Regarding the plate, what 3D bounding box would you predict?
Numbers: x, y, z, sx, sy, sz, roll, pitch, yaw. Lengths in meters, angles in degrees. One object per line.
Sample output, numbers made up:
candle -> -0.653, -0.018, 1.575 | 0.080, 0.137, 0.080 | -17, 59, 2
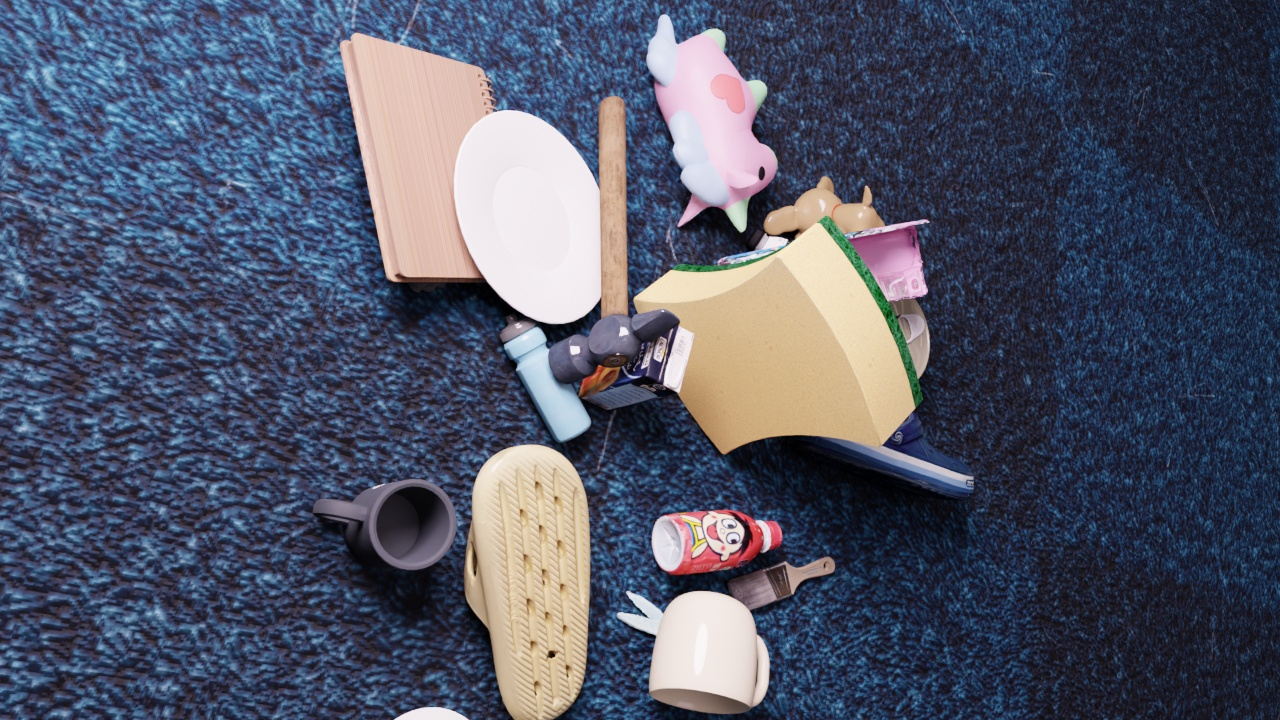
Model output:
plate -> -0.101, -0.136, 0.882 | 0.208, 0.015, 0.208 | 19, 65, -48

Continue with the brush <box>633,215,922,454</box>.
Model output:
brush -> 0.125, -0.013, 0.886 | 0.075, 0.251, 0.195 | -39, 106, -32

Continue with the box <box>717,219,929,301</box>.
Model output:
box -> 0.198, -0.088, 0.975 | 0.230, 0.105, 0.086 | -12, 94, -3

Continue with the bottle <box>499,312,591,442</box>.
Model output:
bottle -> -0.093, 0.014, 0.869 | 0.040, 0.040, 0.130 | -33, 98, -33

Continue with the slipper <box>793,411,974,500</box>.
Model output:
slipper -> 0.292, 0.098, 1.056 | 0.252, 0.105, 0.095 | 18, 78, -26

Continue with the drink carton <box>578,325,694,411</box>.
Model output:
drink carton -> -0.005, 0.005, 0.872 | 0.040, 0.130, 0.064 | 25, 67, -26

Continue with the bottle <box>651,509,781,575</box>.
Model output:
bottle -> 0.083, 0.183, 0.935 | 0.137, 0.062, 0.062 | 1, 80, -32

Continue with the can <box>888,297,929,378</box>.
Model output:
can -> 0.271, -0.025, 1.088 | 0.127, 0.073, 0.127 | 7, 77, -31

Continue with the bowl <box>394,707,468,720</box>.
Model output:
bowl -> -0.167, 0.344, 0.743 | 0.113, 0.063, 0.113 | 7, 76, -31

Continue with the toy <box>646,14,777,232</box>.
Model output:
toy -> 0.069, -0.260, 0.992 | 0.222, 0.120, 0.170 | 49, 50, -16

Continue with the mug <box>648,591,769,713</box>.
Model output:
mug -> 0.072, 0.276, 0.873 | 0.120, 0.096, 0.099 | 22, 58, -19

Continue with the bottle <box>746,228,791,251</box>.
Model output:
bottle -> 0.174, -0.111, 1.054 | 0.116, 0.041, 0.041 | 34, 63, -3

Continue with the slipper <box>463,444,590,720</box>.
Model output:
slipper -> -0.102, 0.192, 0.810 | 0.111, 0.079, 0.261 | -14, 107, -36

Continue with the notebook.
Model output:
notebook -> -0.177, -0.175, 0.830 | 0.168, 0.022, 0.210 | -7, 84, -56

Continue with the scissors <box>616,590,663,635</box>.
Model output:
scissors -> 0.040, 0.292, 0.915 | 0.179, 0.016, 0.105 | 25, 68, -26

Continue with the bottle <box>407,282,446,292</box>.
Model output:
bottle -> -0.201, -0.118, 0.828 | 0.036, 0.036, 0.110 | -10, 86, -34

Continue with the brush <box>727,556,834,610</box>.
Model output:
brush -> 0.156, 0.239, 1.000 | 0.151, 0.012, 0.039 | -9, 85, -34

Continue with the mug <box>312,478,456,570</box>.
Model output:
mug -> -0.213, 0.131, 0.747 | 0.105, 0.078, 0.071 | 20, 70, -28

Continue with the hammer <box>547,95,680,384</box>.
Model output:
hammer -> -0.026, -0.137, 0.892 | 0.040, 0.130, 0.321 | 33, 45, -43

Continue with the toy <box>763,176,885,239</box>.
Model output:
toy -> 0.228, -0.161, 1.074 | 0.133, 0.108, 0.106 | -36, 127, -32
